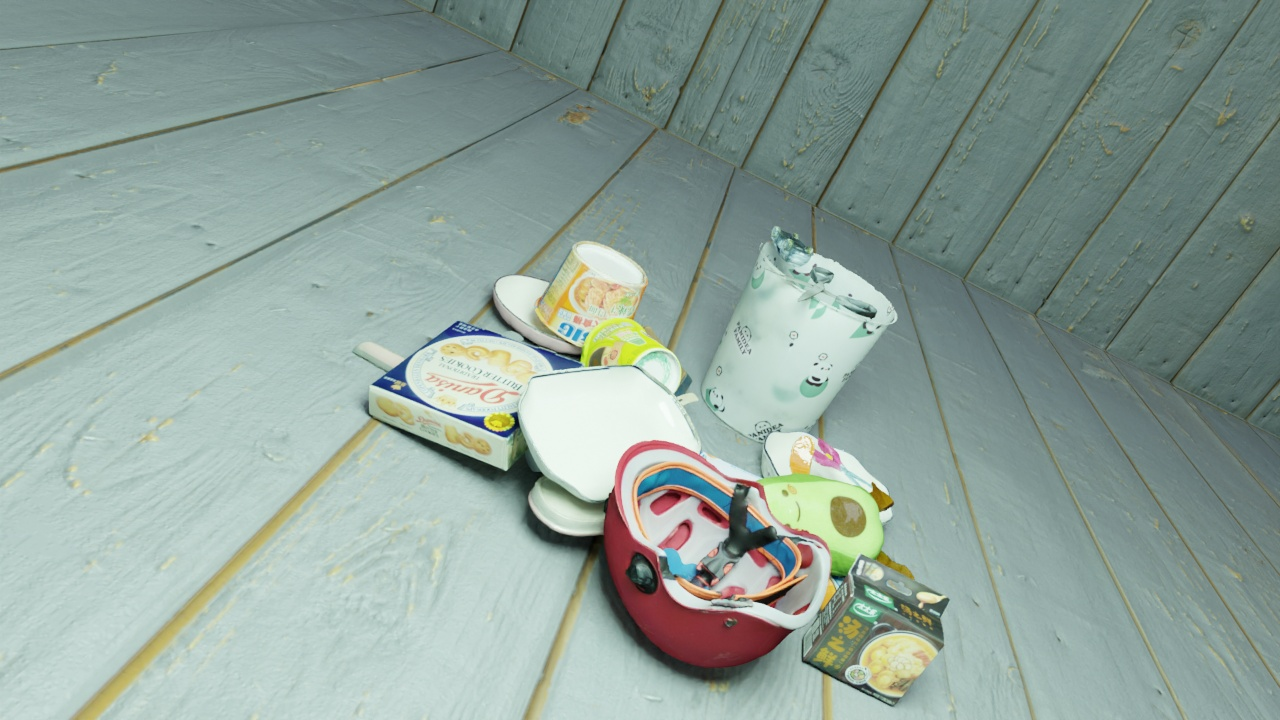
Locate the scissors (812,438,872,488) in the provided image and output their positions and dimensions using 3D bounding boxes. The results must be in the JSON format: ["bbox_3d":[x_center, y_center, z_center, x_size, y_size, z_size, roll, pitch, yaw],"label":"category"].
[{"bbox_3d":[0.290,0.153,1.316,0.133,0.017,0.118,31,20,-2],"label":"scissors"}]

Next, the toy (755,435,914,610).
[{"bbox_3d":[0.220,0.197,1.117,0.246,0.090,0.226,8,54,-18],"label":"toy"}]

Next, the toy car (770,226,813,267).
[{"bbox_3d":[0.219,-0.167,1.345,0.043,0.034,0.090,13,26,-22],"label":"toy car"}]

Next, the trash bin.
[{"bbox_3d":[0.229,-0.019,1.411,0.229,0.252,0.229,21,26,-11],"label":"trash bin"}]

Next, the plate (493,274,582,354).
[{"bbox_3d":[-0.138,-0.064,1.388,0.192,0.039,0.192,23,24,-11],"label":"plate"}]

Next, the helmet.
[{"bbox_3d":[0.054,0.206,0.923,0.240,0.144,0.206,39,32,18],"label":"helmet"}]

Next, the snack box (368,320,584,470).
[{"bbox_3d":[-0.184,0.033,1.062,0.178,0.046,0.182,19,34,17],"label":"snack box"}]

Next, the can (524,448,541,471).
[{"bbox_3d":[-0.062,0.102,1.098,0.146,0.058,0.058,1,34,-29],"label":"can"}]

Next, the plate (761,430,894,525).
[{"bbox_3d":[0.261,0.177,1.309,0.205,0.046,0.204,21,24,-10],"label":"plate"}]

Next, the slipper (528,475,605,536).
[{"bbox_3d":[-0.016,0.167,1.044,0.273,0.054,0.114,3,34,-47],"label":"slipper"}]

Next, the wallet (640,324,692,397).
[{"bbox_3d":[0.028,0.005,1.377,0.115,0.033,0.090,51,21,-8],"label":"wallet"}]

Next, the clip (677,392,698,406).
[{"bbox_3d":[0.033,0.072,1.299,0.099,0.070,0.034,-4,37,-37],"label":"clip"}]

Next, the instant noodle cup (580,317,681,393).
[{"bbox_3d":[-0.007,0.007,1.251,0.111,0.112,0.123,12,8,-30],"label":"instant noodle cup"}]

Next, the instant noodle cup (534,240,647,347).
[{"bbox_3d":[-0.066,-0.098,1.344,0.151,0.112,0.151,24,25,-12],"label":"instant noodle cup"}]

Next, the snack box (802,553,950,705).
[{"bbox_3d":[0.253,0.290,0.983,0.113,0.126,0.053,26,25,-1],"label":"snack box"}]

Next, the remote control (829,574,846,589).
[{"bbox_3d":[0.246,0.269,1.138,0.049,0.024,0.125,11,30,-32],"label":"remote control"}]

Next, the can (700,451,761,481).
[{"bbox_3d":[0.100,0.155,1.182,0.134,0.053,0.053,25,25,-5],"label":"can"}]

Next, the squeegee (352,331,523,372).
[{"bbox_3d":[-0.205,-0.004,1.213,0.248,0.040,0.249,28,24,6],"label":"squeegee"}]

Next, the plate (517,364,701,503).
[{"bbox_3d":[-0.035,0.084,1.033,0.265,0.034,0.162,-6,61,-50],"label":"plate"}]

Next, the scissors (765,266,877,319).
[{"bbox_3d":[0.250,-0.096,1.269,0.159,0.014,0.178,32,28,14],"label":"scissors"}]
